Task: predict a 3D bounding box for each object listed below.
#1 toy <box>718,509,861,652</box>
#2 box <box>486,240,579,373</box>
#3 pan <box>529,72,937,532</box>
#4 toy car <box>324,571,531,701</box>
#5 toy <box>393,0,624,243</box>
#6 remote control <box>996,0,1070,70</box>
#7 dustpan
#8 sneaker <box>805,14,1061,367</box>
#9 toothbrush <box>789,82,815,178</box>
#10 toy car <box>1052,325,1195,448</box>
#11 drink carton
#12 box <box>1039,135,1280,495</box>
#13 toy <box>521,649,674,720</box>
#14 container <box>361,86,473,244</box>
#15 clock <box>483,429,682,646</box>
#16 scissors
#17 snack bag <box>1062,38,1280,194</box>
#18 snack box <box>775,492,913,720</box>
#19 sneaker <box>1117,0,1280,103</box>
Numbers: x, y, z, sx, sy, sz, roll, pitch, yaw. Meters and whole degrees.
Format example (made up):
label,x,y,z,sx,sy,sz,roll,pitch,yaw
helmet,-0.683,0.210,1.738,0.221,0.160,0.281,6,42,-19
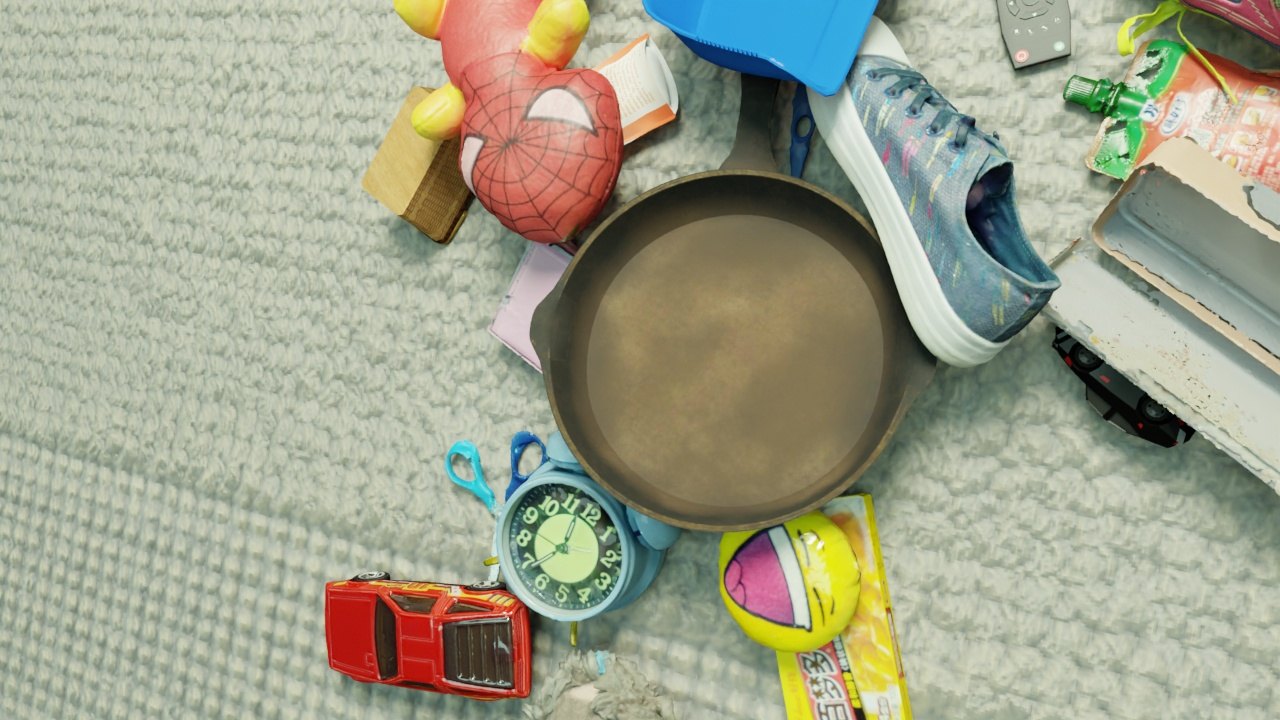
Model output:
label,x,y,z,sx,sy,sz,roll,pitch,yaw
toy,0.091,0.133,0.570,0.094,0.041,0.095,-18,81,28
box,-0.005,0.005,0.643,0.233,0.046,0.098,38,101,20
pan,0.064,-0.069,0.589,0.249,0.043,0.355,6,78,15
toy car,-0.166,0.209,0.699,0.190,0.056,0.081,-2,90,26
toy,-0.080,-0.181,0.625,0.148,0.098,0.216,-24,85,38
remote control,0.237,-0.243,0.566,0.039,0.010,0.124,-10,84,23
dustpan,0.054,-0.286,0.608,0.258,0.059,0.245,14,77,48
sneaker,0.172,-0.116,0.530,0.079,0.087,0.235,-41,61,52
toothbrush,0.108,-0.147,0.616,0.021,0.016,0.132,11,93,21
toy car,0.273,0.013,0.525,0.091,0.042,0.036,45,131,21
drink carton,-0.035,-0.180,0.675,0.122,0.038,0.069,-22,78,27
box,0.330,-0.017,0.473,0.216,0.094,0.108,44,134,19
toy,-0.013,0.284,0.619,0.133,0.076,0.176,-13,81,51
container,-0.161,-0.155,0.710,0.063,0.061,0.114,37,102,21
clock,-0.035,0.110,0.638,0.118,0.060,0.162,36,107,15
scissors,-0.097,0.113,0.697,0.104,0.015,0.133,-27,79,19
snack bag,0.317,-0.134,0.515,0.155,0.044,0.087,25,92,27
snack box,0.123,0.165,0.591,0.075,0.025,0.152,-12,83,23
sneaker,0.296,-0.243,0.509,0.116,0.091,0.241,-31,54,4
